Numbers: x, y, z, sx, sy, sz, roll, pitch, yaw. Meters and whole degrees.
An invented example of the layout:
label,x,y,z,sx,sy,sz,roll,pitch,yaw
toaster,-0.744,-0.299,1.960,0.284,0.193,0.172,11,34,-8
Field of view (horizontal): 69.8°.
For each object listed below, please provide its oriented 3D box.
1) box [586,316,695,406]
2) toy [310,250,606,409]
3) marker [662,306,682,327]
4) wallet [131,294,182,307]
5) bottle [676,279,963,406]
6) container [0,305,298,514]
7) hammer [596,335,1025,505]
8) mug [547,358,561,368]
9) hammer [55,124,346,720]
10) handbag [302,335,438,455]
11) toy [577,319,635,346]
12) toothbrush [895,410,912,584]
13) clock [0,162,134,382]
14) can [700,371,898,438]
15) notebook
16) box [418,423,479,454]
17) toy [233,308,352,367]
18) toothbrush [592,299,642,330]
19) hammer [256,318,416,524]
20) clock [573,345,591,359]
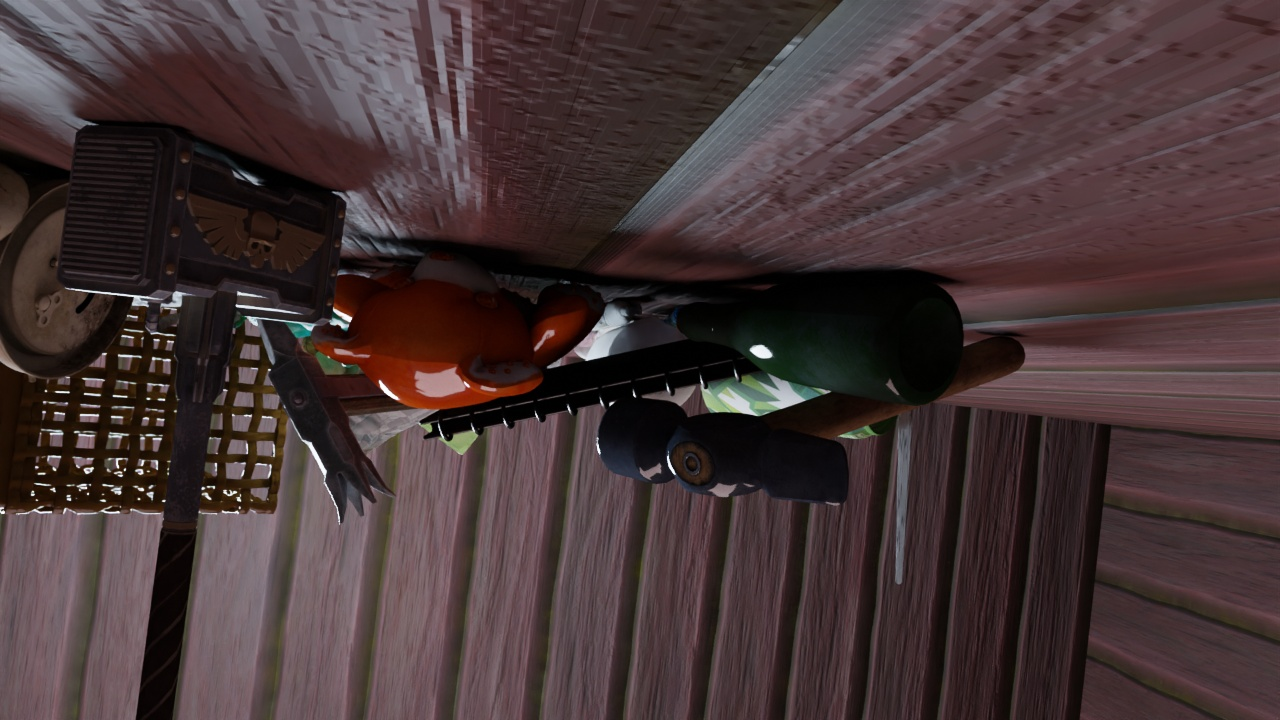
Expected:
label,x,y,z,sx,sy,sz,roll,pitch,yaw
box,-0.003,0.002,0.783,0.081,0.091,0.160,25,170,-14
toy,-0.111,-0.023,0.555,0.164,0.093,0.172,9,-169,4
marker,0.028,-0.033,0.749,0.013,0.013,0.142,7,178,-2
wallet,-0.284,-0.058,0.556,0.132,0.054,0.100,4,-174,34
bottle,0.077,-0.015,0.471,0.055,0.055,0.174,8,-179,-35
container,-0.478,0.014,0.855,0.213,0.219,0.252,8,178,-41
hammer,0.136,0.020,0.511,0.320,0.040,0.129,-12,-167,-44
mug,-0.138,-0.018,0.957,0.115,0.068,0.094,8,178,-25
hammer,-0.172,0.087,0.335,0.044,0.322,0.098,7,179,16
handbag,-0.222,-0.003,0.813,0.171,0.123,0.112,-28,-140,-1
toy,-0.017,-0.022,0.880,0.125,0.037,0.076,9,-178,-2
toothbrush,0.188,0.069,0.661,0.010,0.181,0.010,0,172,35
clock,-0.283,-0.050,0.407,0.054,0.092,0.141,13,154,4
can,0.126,0.014,0.726,0.144,0.083,0.083,5,178,39
notebook,-0.013,0.009,0.614,0.232,0.019,0.169,-12,-174,9
box,-0.225,0.006,0.940,0.188,0.061,0.134,37,135,-9
toy,-0.245,-0.036,0.701,0.194,0.072,0.130,7,-172,41
toothbrush,-0.019,-0.035,0.702,0.024,0.022,0.186,-11,-176,-12
hammer,-0.152,0.017,0.639,0.028,0.147,0.316,-31,174,9
clock,-0.018,-0.015,0.982,0.087,0.044,0.124,6,179,38
